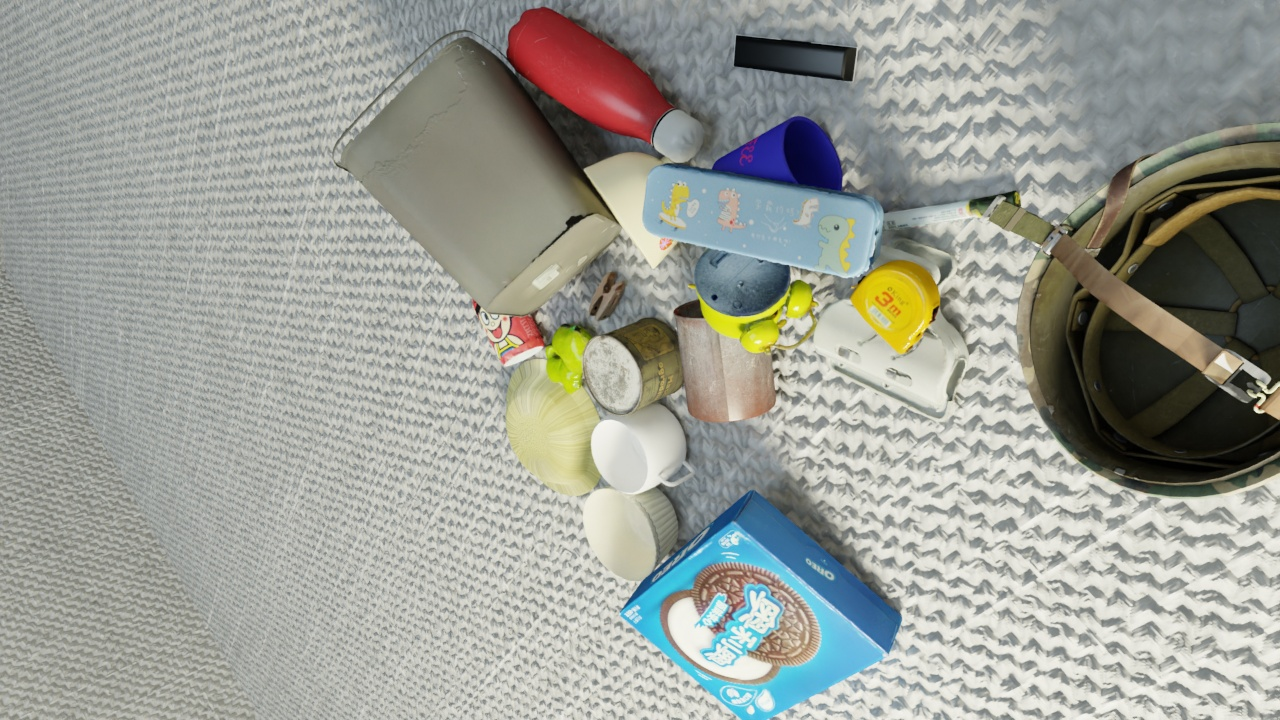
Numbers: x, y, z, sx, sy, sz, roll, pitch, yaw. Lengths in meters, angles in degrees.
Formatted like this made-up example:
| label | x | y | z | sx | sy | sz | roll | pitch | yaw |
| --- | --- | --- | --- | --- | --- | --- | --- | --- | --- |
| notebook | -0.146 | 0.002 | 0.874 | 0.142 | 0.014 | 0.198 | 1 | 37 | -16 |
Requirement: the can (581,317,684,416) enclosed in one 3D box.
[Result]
| label | x | y | z | sx | sy | sz | roll | pitch | yaw |
| --- | --- | --- | --- | --- | --- | --- | --- | --- | --- |
| can | -0.006 | 0.006 | 0.986 | 0.090 | 0.074 | 0.090 | 21 | 121 | 39 |

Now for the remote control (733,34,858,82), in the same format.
| label | x | y | z | sx | sy | sz | roll | pitch | yaw |
| --- | --- | --- | --- | --- | --- | --- | --- | --- | --- |
| remote control | 0.129 | -0.261 | 0.790 | 0.124 | 0.011 | 0.028 | 22 | 121 | 37 |

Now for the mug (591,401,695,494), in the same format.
| label | x | y | z | sx | sy | sz | roll | pitch | yaw |
| --- | --- | --- | --- | --- | --- | --- | --- | --- | --- |
| mug | 0.007 | 0.101 | 1.016 | 0.115 | 0.067 | 0.094 | 35 | 128 | 30 |

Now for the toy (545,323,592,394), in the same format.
| label | x | y | z | sx | sy | sz | roll | pitch | yaw |
| --- | --- | --- | --- | --- | --- | --- | --- | --- | --- |
| toy | -0.082 | -0.004 | 1.085 | 0.094 | 0.036 | 0.094 | 30 | 129 | 37 |

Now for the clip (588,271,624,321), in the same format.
| label | x | y | z | sx | sy | sz | roll | pitch | yaw |
| --- | --- | --- | --- | --- | --- | --- | --- | --- | --- |
| clip | -0.040 | -0.073 | 1.024 | 0.061 | 0.025 | 0.049 | -20 | 91 | 45 |

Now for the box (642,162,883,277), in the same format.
| label | x | y | z | sx | sy | sz | roll | pitch | yaw |
| --- | --- | --- | --- | --- | --- | --- | --- | --- | --- |
| box | 0.092 | -0.116 | 0.749 | 0.210 | 0.052 | 0.067 | 16 | 130 | 28 |

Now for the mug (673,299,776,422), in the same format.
| label | x | y | z | sx | sy | sz | roll | pitch | yaw |
| --- | --- | --- | --- | --- | --- | --- | --- | --- | --- |
| mug | 0.078 | -0.007 | 0.899 | 0.123 | 0.096 | 0.110 | -130 | 35 | -72 |

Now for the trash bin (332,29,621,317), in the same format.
| label | x | y | z | sx | sy | sz | roll | pitch | yaw |
| --- | --- | --- | --- | --- | --- | --- | --- | --- | --- |
| trash bin | -0.154 | -0.178 | 0.957 | 0.198 | 0.197 | 0.220 | -41 | 83 | 11 |

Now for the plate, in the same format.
| label | x | y | z | sx | sy | sz | roll | pitch | yaw |
| --- | --- | --- | --- | --- | --- | --- | --- | --- | --- |
| plate | -0.123 | 0.092 | 1.162 | 0.184 | 0.036 | 0.184 | 19 | 119 | 38 |

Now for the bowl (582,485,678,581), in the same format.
| label | x | y | z | sx | sy | sz | roll | pitch | yaw |
| --- | --- | --- | --- | --- | --- | --- | --- | --- | --- |
| bowl | -0.005 | 0.191 | 1.069 | 0.115 | 0.062 | 0.115 | 19 | 119 | 38 |

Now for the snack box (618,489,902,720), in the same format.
| label | x | y | z | sx | sy | sz | roll | pitch | yaw |
| --- | --- | --- | --- | --- | --- | --- | --- | --- | --- |
| snack box | 0.114 | 0.263 | 0.946 | 0.195 | 0.056 | 0.240 | 41 | 132 | 1 |

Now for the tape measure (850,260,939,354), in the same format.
| label | x | y | z | sx | sy | sz | roll | pitch | yaw |
| --- | --- | --- | --- | --- | --- | --- | --- | --- | --- |
| tape measure | 0.201 | -0.049 | 0.714 | 0.068 | 0.030 | 0.059 | 47 | 131 | 15 |

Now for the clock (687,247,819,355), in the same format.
| label | x | y | z | sx | sy | sz | roll | pitch | yaw |
| --- | --- | --- | --- | --- | --- | --- | --- | --- | --- |
| clock | 0.099 | -0.055 | 0.799 | 0.119 | 0.083 | 0.057 | 39 | 163 | 22 |

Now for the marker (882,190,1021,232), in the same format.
| label | x | y | z | sx | sy | sz | roll | pitch | yaw |
| --- | --- | --- | --- | --- | --- | --- | --- | --- | --- |
| marker | 0.233 | -0.117 | 0.743 | 0.147 | 0.017 | 0.017 | -3 | 104 | 44 |

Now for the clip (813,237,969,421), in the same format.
| label | x | y | z | sx | sy | sz | roll | pitch | yaw |
| --- | --- | --- | --- | --- | --- | --- | --- | --- | --- |
| clip | 0.210 | -0.026 | 0.766 | 0.125 | 0.089 | 0.151 | 27 | 134 | 31 |

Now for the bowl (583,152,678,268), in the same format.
| label | x | y | z | sx | sy | sz | roll | pitch | yaw |
| --- | --- | --- | --- | --- | --- | --- | --- | --- | --- |
| bowl | 0.009 | -0.159 | 0.897 | 0.074 | 0.118 | 0.118 | -35 | 78 | 3 |

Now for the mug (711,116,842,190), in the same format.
| label | x | y | z | sx | sy | sz | roll | pitch | yaw |
| --- | --- | --- | --- | --- | --- | --- | --- | --- | --- |
| mug | 0.126 | -0.145 | 0.799 | 0.084 | 0.079 | 0.111 | -20 | 114 | 47 |

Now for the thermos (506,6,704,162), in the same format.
| label | x | y | z | sx | sy | sz | roll | pitch | yaw |
| --- | --- | --- | --- | --- | --- | --- | --- | --- | --- |
| thermos | -0.033 | -0.266 | 0.901 | 0.240 | 0.073 | 0.073 | 40 | 130 | 25 |

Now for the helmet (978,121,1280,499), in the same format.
| label | x | y | z | sx | sy | sz | roll | pitch | yaw |
| --- | --- | --- | --- | --- | --- | --- | --- | --- | --- |
| helmet | 0.325 | -0.028 | 0.532 | 0.192 | 0.235 | 0.225 | 51 | 140 | 37 |

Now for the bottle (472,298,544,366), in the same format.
| label | x | y | z | sx | sy | sz | roll | pitch | yaw |
| --- | --- | --- | --- | --- | --- | --- | --- | --- | --- |
| bottle | -0.173 | -0.066 | 1.130 | 0.062 | 0.061 | 0.137 | -33 | 84 | 46 |
